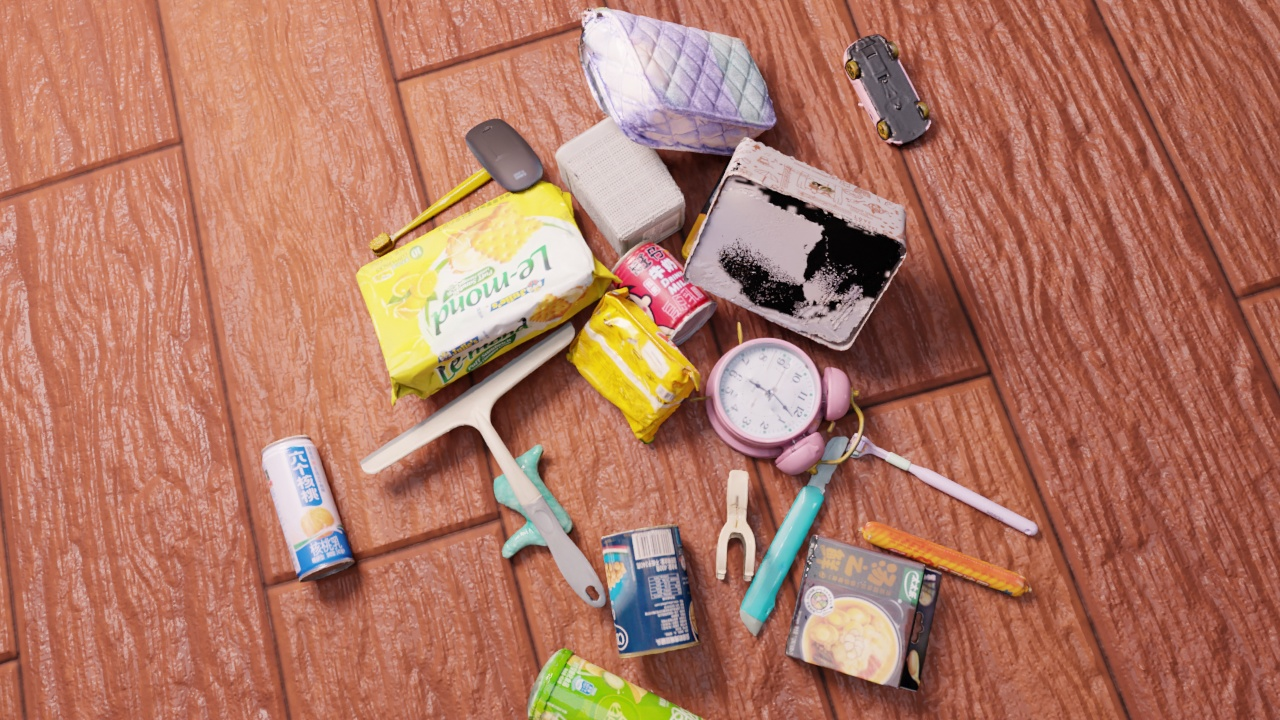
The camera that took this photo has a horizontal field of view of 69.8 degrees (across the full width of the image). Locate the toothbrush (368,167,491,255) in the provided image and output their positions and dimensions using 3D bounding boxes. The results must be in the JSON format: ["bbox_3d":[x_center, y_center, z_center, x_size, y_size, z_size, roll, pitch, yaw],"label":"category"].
[{"bbox_3d":[-0.208,-0.171,0.977,0.190,0.016,0.015,-36,77,-5],"label":"toothbrush"}]

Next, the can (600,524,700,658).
[{"bbox_3d":[0.008,0.209,0.841,0.075,0.075,0.111,-10,76,1],"label":"can"}]

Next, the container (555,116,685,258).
[{"bbox_3d":[-0.016,-0.173,0.929,0.090,0.090,0.114,-32,79,-4],"label":"container"}]

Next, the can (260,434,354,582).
[{"bbox_3d":[-0.325,0.143,0.892,0.053,0.053,0.134,-23,76,-2],"label":"can"}]

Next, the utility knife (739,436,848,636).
[{"bbox_3d":[0.147,0.163,0.874,0.029,0.013,0.207,27,83,12],"label":"utility knife"}]

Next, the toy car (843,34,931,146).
[{"bbox_3d":[0.256,-0.282,0.962,0.056,0.037,0.122,-27,89,0],"label":"toy car"}]

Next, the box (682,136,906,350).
[{"bbox_3d":[0.155,-0.125,0.895,0.182,0.153,0.177,24,40,0],"label":"box"}]

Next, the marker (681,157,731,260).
[{"bbox_3d":[0.075,-0.160,0.955,0.018,0.015,0.123,26,79,8],"label":"marker"}]

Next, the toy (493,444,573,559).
[{"bbox_3d":[-0.108,0.143,0.890,0.096,0.030,0.092,-42,75,-2],"label":"toy"}]

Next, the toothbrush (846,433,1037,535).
[{"bbox_3d":[0.287,0.119,0.871,0.189,0.029,0.021,26,42,9],"label":"toothbrush"}]

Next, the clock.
[{"bbox_3d":[0.137,0.043,0.880,0.158,0.060,0.117,30,81,9],"label":"clock"}]

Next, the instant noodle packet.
[{"bbox_3d":[-0.005,0.005,0.885,0.128,0.111,0.044,48,41,14],"label":"instant noodle packet"}]

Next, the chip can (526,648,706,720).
[{"bbox_3d":[0.007,0.332,0.814,0.221,0.072,0.072,23,79,9],"label":"chip can"}]

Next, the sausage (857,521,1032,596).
[{"bbox_3d":[0.283,0.185,0.855,0.165,0.021,0.021,19,79,9],"label":"sausage"}]

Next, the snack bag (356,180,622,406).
[{"bbox_3d":[-0.156,-0.071,0.906,0.246,0.068,0.158,-28,55,-2],"label":"snack bag"}]

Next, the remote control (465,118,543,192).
[{"bbox_3d":[-0.145,-0.220,0.953,0.053,0.024,0.136,-32,50,-9],"label":"remote control"}]

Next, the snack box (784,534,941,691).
[{"bbox_3d":[0.205,0.231,0.839,0.126,0.053,0.113,13,78,12],"label":"snack box"}]

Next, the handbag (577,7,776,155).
[{"bbox_3d":[0.038,-0.271,0.902,0.076,0.193,0.134,-35,69,42],"label":"handbag"}]

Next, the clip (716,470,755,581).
[{"bbox_3d":[0.090,0.155,0.852,0.035,0.083,0.104,5,88,5],"label":"clip"}]

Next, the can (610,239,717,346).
[{"bbox_3d":[0.021,-0.067,0.910,0.066,0.066,0.094,-41,77,-6],"label":"can"}]

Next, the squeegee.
[{"bbox_3d":[-0.105,0.125,0.857,0.246,0.039,0.246,-34,79,-3],"label":"squeegee"}]
